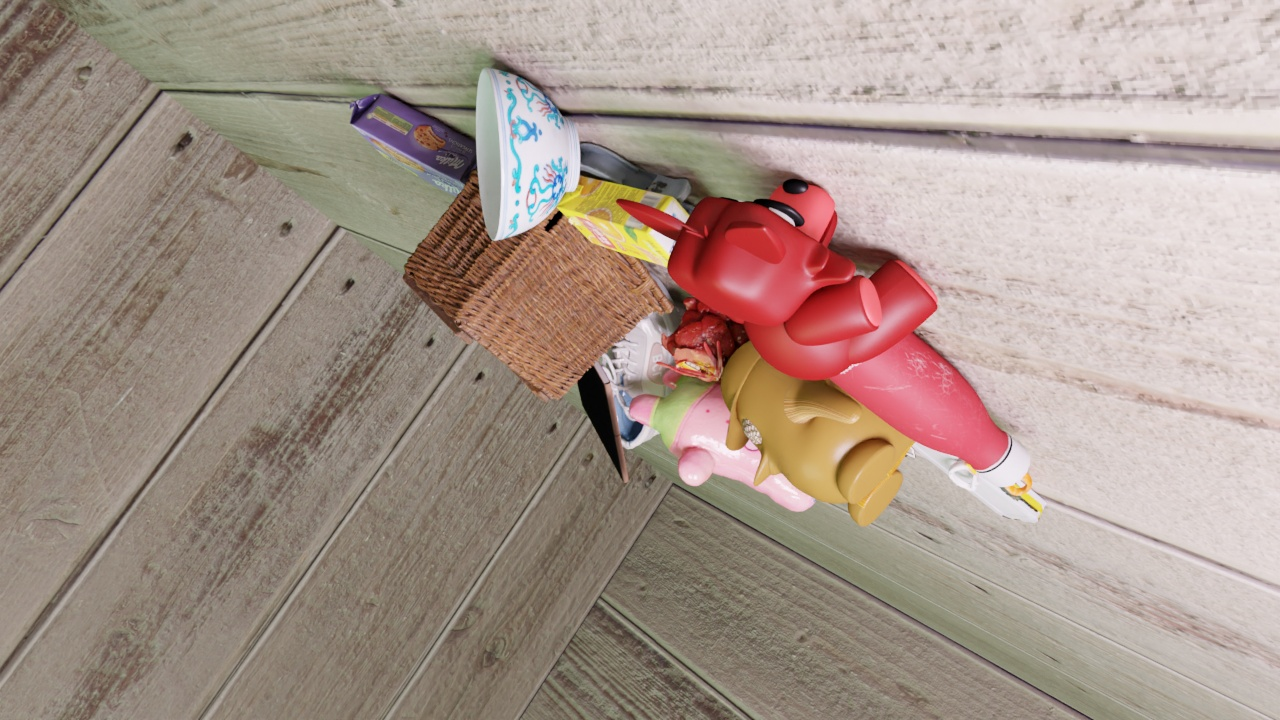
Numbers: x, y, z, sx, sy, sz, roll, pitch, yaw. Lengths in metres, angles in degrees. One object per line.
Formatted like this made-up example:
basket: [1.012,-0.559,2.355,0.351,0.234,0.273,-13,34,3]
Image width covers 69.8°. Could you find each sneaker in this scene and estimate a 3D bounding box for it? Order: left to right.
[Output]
sneaker: [-0.007,0.007,1.139,0.089,0.090,0.243,21,130,32]

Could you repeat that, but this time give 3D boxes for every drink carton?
drink carton: [-0.011,-0.120,0.799,0.135,0.043,0.058,25,167,47]

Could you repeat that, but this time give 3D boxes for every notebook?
notebook: [-0.056,0.043,1.141,0.209,0.008,0.141,82,161,-51]

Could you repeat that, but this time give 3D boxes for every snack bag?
snack bag: [-0.240,-0.244,1.084,0.205,0.058,0.096,29,173,14]

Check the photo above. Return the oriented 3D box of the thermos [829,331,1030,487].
thermos: [0.241,0.032,0.781,0.240,0.073,0.073,36,171,-16]

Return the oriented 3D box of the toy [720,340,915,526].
toy: [0.161,0.057,0.907,0.203,0.162,0.199,38,171,33]

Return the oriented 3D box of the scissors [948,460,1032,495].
scissors: [0.326,0.095,0.900,0.097,0.012,0.133,-14,132,45]

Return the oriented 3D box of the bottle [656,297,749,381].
bottle: [0.079,-0.016,1.027,0.111,0.099,0.099,36,172,14]

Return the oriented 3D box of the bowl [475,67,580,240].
bowl: [-0.096,-0.178,0.796,0.074,0.144,0.144,-5,-178,-17]

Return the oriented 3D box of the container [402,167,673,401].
container: [-0.116,-0.087,0.977,0.162,0.183,0.250,40,177,36]

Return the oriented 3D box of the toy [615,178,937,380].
toy: [0.097,-0.065,0.649,0.197,0.120,0.158,29,179,-39]

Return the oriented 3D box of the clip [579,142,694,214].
clip: [0.007,-0.142,0.847,0.167,0.028,0.127,29,170,38]

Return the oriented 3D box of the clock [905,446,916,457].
clock: [0.241,0.079,1.042,0.155,0.065,0.114,26,168,46]

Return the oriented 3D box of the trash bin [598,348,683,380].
trash bin: [0.033,0.016,1.271,0.161,0.133,0.133,37,172,9]

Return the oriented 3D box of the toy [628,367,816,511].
toy: [0.107,0.091,1.064,0.237,0.191,0.097,38,142,14]

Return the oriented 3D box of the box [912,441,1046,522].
box: [0.336,0.105,0.961,0.209,0.033,0.064,35,168,-15]
